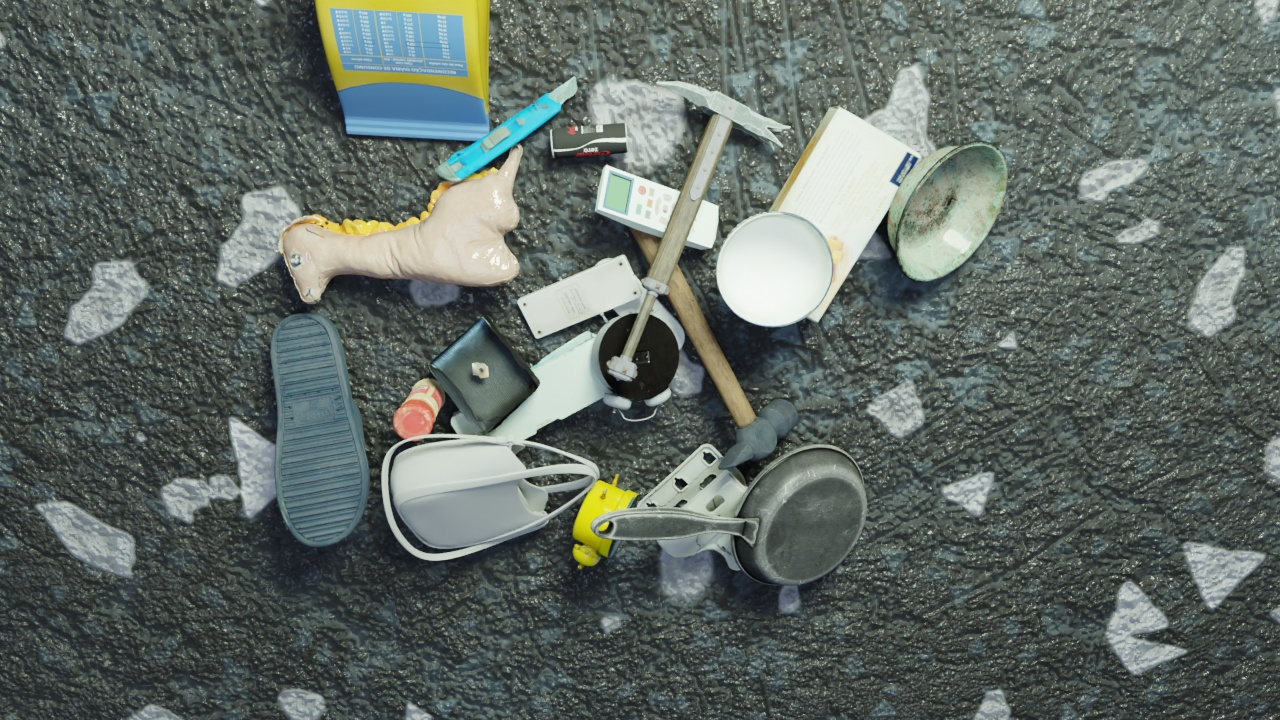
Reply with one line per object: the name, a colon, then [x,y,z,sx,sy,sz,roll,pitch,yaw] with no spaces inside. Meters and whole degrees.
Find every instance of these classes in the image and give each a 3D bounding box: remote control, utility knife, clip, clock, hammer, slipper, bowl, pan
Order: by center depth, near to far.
bowl: [0.134,-0.098,0.945,0.118,0.062,0.118,0,107,0]
hammer: [0.031,-0.128,0.953,0.147,0.028,0.316,22,88,-16]
utility knife: [-0.137,-0.242,0.965,0.178,0.015,0.031,-36,84,-4]
bowl: [0.317,-0.162,0.971,0.157,0.038,0.158,-20,131,-25]
remote control: [0.018,-0.159,0.978,0.143,0.024,0.049,15,77,-24]
hammer: [0.064,-0.033,1.016,0.040,0.129,0.322,-21,100,46]
clock: [-0.006,0.006,1.016,0.094,0.035,0.122,-6,95,-21]
remote control: [-0.068,-0.071,1.027,0.136,0.011,0.050,-21,107,16]
remote control: [-0.002,-0.060,1.041,0.043,0.013,0.136,-41,104,11]
pan: [0.115,0.186,1.046,0.356,0.055,0.187,0,111,-27]
slipper: [-0.362,0.077,1.052,0.101,0.082,0.263,-7,89,-3]
clock: [-0.045,0.198,1.086,0.057,0.083,0.119,23,108,8]
clip: [0.086,0.193,1.092,0.126,0.096,0.152,-42,94,14]

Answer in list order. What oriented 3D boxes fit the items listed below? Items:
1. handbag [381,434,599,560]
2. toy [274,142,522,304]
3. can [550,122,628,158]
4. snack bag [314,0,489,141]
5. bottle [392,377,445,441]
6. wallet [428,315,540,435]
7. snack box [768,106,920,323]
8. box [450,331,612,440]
handbag: [-0.157,0.144,1.024,0.222,0.095,0.216,-10,146,2]
toy: [-0.257,-0.148,0.992,0.264,0.065,0.196,7,89,5]
can: [-0.054,-0.233,0.974,0.080,0.031,0.031,-4,108,0]
snack bag: [-0.231,-0.319,0.918,0.159,0.102,0.206,3,128,-2]
bottle: [-0.245,0.053,1.024,0.044,0.109,0.044,-1,106,-3]
wallet: [-0.174,0.017,1.030,0.089,0.026,0.115,-41,72,6]
snack box: [0.197,-0.156,0.990,0.104,0.057,0.208,27,105,-8]
box: [-0.121,0.043,1.056,0.199,0.066,0.083,-30,125,10]
